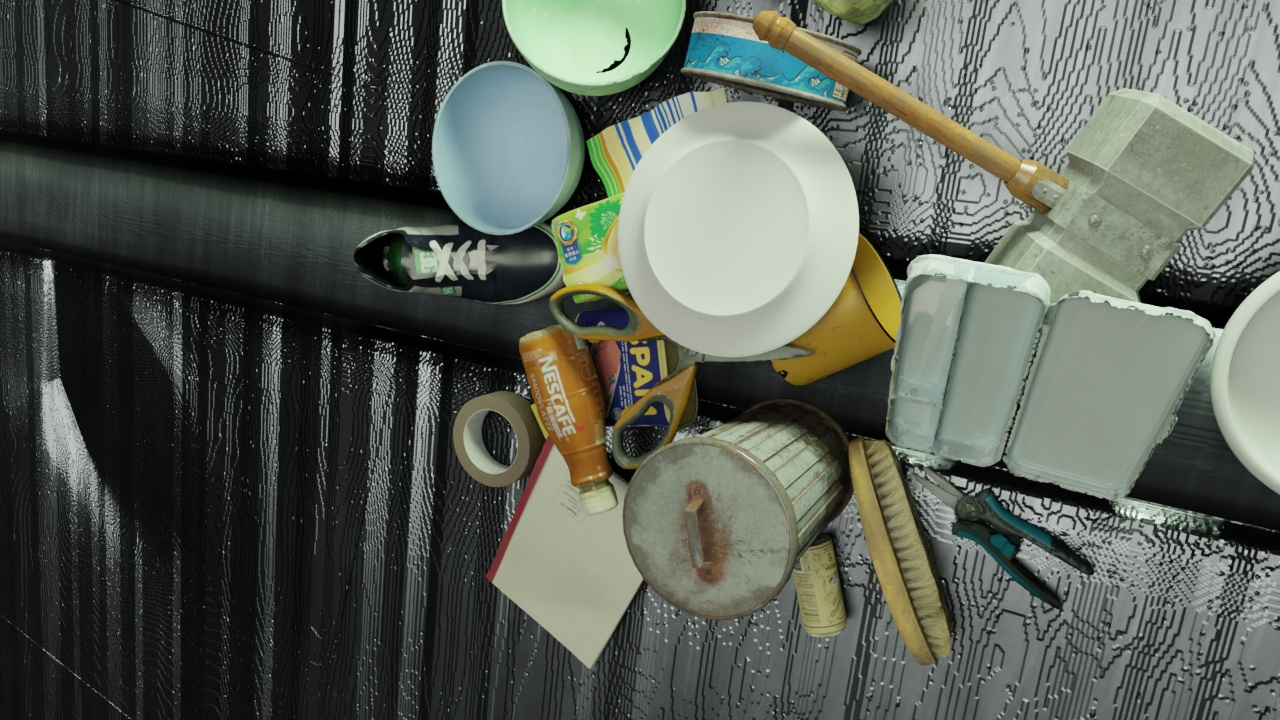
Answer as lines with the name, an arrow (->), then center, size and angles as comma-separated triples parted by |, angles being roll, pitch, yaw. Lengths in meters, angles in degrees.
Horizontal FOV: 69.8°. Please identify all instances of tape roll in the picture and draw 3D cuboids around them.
tape roll -> -0.143, 0.079, 0.930 | 0.094, 0.030, 0.094 | 5, 100, 26

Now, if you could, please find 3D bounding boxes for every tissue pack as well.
tissue pack -> 0.025, -0.141, 0.766 | 0.198, 0.120, 0.141 | -15, 93, 22

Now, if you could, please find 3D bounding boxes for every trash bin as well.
trash bin -> 0.083, 0.107, 0.716 | 0.131, 0.210, 0.131 | 5, 100, 26

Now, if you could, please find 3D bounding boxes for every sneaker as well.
sneaker -> -0.176, -0.096, 0.891 | 0.236, 0.078, 0.084 | 3, 98, 26

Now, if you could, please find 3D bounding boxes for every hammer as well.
hammer -> 0.214, -0.151, 0.623 | 0.317, 0.082, 0.163 | 30, 112, -2

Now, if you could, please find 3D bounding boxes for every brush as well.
brush -> 0.212, 0.155, 0.745 | 0.043, 0.059, 0.195 | -18, 92, 19

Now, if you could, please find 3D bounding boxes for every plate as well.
plate -> 0.064, -0.097, 0.677 | 0.189, 0.016, 0.188 | 1, 92, 25

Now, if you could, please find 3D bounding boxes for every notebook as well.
notebook -> -0.066, 0.188, 0.906 | 0.153, 0.012, 0.209 | 36, 119, 18

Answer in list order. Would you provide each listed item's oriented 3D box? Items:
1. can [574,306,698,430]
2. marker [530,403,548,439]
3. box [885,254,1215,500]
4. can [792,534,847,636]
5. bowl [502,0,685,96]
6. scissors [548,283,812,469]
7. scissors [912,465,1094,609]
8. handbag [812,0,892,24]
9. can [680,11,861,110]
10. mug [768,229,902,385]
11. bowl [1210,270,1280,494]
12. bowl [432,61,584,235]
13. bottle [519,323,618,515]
can -> -0.005, 0.005, 0.833 | 0.092, 0.056, 0.116 | -3, 97, 29
marker -> -0.073, 0.096, 0.905 | 0.021, 0.017, 0.124 | -25, 88, -4
box -> 0.270, 0.017, 0.644 | 0.189, 0.037, 0.209 | 11, 144, 20
can -> 0.153, 0.194, 0.792 | 0.038, 0.038, 0.079 | -9, 94, 28
bowl -> -0.038, -0.288, 0.778 | 0.151, 0.077, 0.150 | 0, 81, -1
scissors -> 0.018, -0.014, 0.732 | 0.216, 0.016, 0.226 | 44, 119, 8
scissors -> 0.284, 0.141, 0.728 | 0.127, 0.019, 0.144 | -13, 90, 29
handbag -> 0.116, -0.330, 0.688 | 0.117, 0.113, 0.186 | -25, 87, 35
can -> 0.099, -0.227, 0.700 | 0.130, 0.129, 0.044 | 20, 106, 23
mug -> 0.139, -0.047, 0.719 | 0.094, 0.100, 0.124 | -26, 123, 30
bowl -> 0.466, 0.011, 0.587 | 0.177, 0.066, 0.176 | 5, 100, 26
bowl -> -0.110, -0.192, 0.844 | 0.151, 0.074, 0.150 | 5, 101, 27
bottle -> -0.057, 0.052, 0.803 | 0.059, 0.059, 0.167 | -16, 91, 28
